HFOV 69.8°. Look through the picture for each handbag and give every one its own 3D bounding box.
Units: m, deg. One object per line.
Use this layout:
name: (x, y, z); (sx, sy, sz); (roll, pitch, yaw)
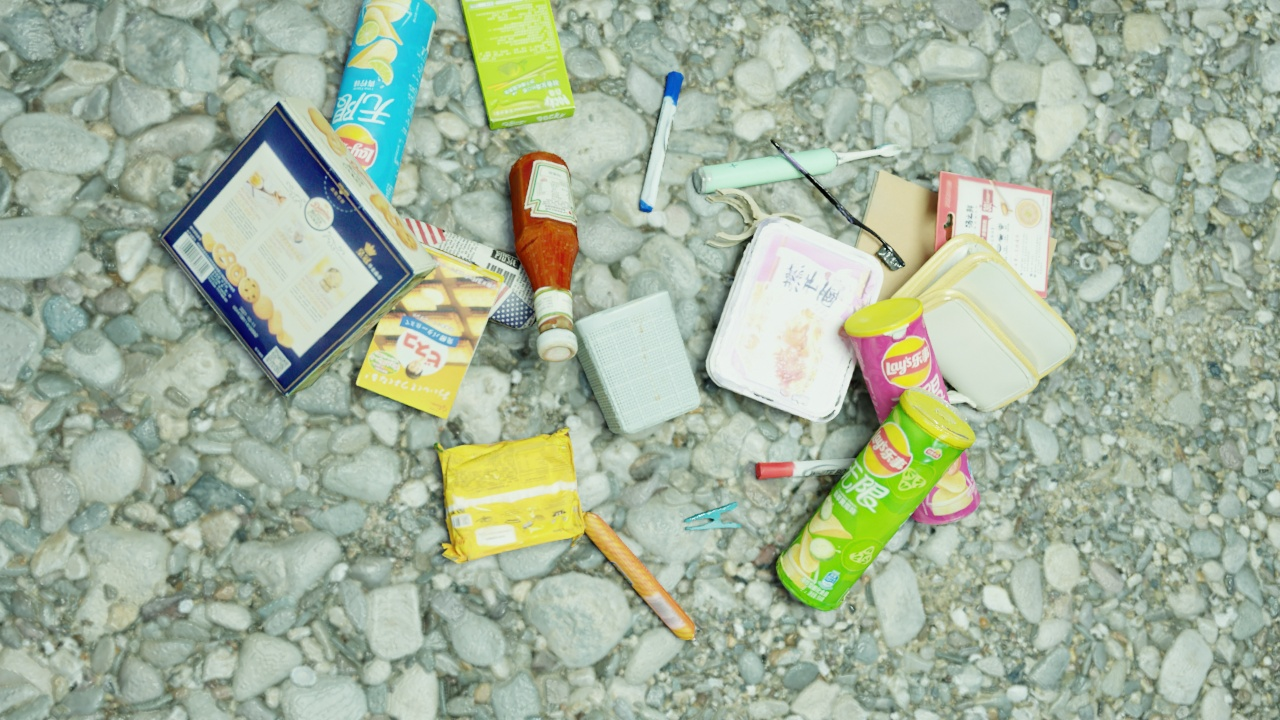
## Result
handbag: (0.310, -0.012, 0.896); (0.163, 0.063, 0.179); (39, 107, -20)

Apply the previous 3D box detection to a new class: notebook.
notebook: (0.321, -0.093, 0.953); (0.211, 0.012, 0.149); (19, 81, -7)

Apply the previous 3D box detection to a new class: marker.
marker: (0.021, -0.217, 0.911); (0.017, 0.017, 0.145); (14, 81, -8)
marker: (0.185, 0.105, 0.902); (0.145, 0.017, 0.017); (-2, 83, -10)

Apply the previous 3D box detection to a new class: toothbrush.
toothbrush: (0.162, -0.199, 0.929); (0.224, 0.027, 0.026); (-11, 121, -11)
toothbrush: (0.196, -0.154, 0.917); (0.189, 0.014, 0.017); (41, 93, -10)

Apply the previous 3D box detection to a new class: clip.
clip: (0.107, -0.149, 0.910); (0.102, 0.035, 0.094); (-22, 89, -16)
clip: (0.069, 0.152, 0.877); (0.056, 0.015, 0.049); (-10, 88, -13)

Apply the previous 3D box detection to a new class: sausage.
sausage: (-0.003, 0.200, 0.854); (0.021, 0.021, 0.165); (-41, 92, -12)

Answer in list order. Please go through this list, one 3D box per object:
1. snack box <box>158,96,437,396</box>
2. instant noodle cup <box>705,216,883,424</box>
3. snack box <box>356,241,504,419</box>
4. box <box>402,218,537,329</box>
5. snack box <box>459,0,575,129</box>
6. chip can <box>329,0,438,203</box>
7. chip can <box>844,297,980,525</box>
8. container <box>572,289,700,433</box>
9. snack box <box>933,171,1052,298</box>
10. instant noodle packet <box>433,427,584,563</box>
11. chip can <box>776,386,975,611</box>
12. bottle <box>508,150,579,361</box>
snack box: (-0.293, -0.093, 0.781); (0.183, 0.045, 0.178); (-38, 91, 21)
instant noodle cup: (0.143, -0.037, 0.888); (0.138, 0.060, 0.173); (21, 80, -8)
snack box: (-0.187, -0.027, 0.818); (0.087, 0.033, 0.140); (23, 106, -8)
box: (-0.164, -0.079, 0.853); (0.164, 0.059, 0.072); (23, 101, -6)
snack box: (-0.122, -0.307, 0.891); (0.085, 0.026, 0.156); (-14, 86, -11)
chip can: (-0.243, -0.232, 0.838); (0.071, 0.071, 0.210); (12, 81, -9)
chip can: (0.258, 0.049, 0.861); (0.071, 0.071, 0.210); (-27, 108, -12)
container: (-0.005, 0.005, 0.845); (0.090, 0.090, 0.111); (-20, 90, -11)
snack box: (0.347, -0.123, 0.931); (0.127, 0.044, 0.113); (8, 84, -11)
instant noodle packet: (-0.120, 0.121, 0.832); (0.128, 0.044, 0.110); (-7, 78, -14)
chip can: (0.205, 0.130, 0.824); (0.072, 0.072, 0.222); (28, 114, -6)
bottle: (-0.083, -0.094, 0.821); (0.059, 0.060, 0.205); (-3, 60, -11)
